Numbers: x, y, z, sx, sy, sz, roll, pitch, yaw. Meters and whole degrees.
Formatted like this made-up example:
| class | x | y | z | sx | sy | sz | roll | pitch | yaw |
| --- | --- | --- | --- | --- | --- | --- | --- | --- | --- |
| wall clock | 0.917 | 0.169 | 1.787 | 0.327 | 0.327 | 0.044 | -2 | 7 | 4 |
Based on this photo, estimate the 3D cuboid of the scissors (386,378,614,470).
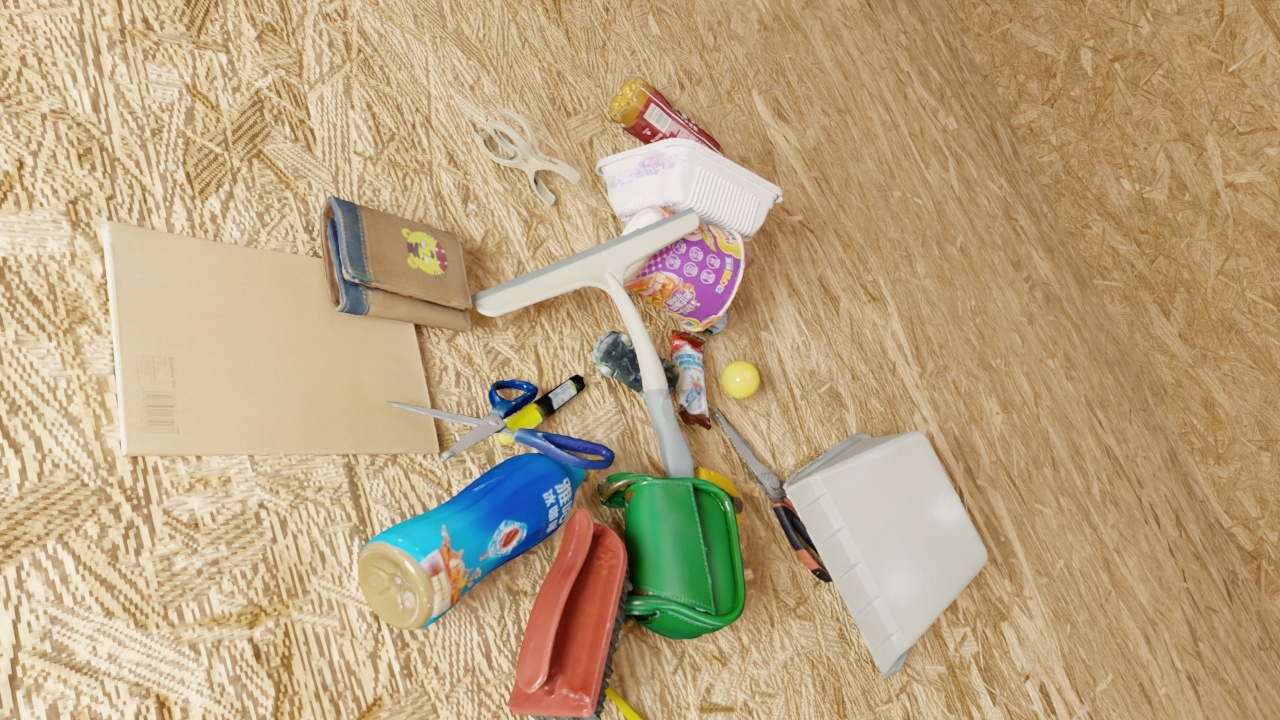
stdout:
| class | x | y | z | sx | sy | sz | roll | pitch | yaw |
| --- | --- | --- | --- | --- | --- | --- | --- | --- | --- |
| scissors | -0.097 | 0.048 | 0.672 | 0.162 | 0.012 | 0.175 | 22 | 18 | 0 |

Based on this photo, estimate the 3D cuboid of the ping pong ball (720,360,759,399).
| class | x | y | z | sx | sy | sz | roll | pitch | yaw |
| --- | --- | --- | --- | --- | --- | --- | --- | --- | --- |
| ping pong ball | 0.104 | 0.020 | 0.957 | 0.040 | 0.040 | 0.040 | 28 | 46 | -34 |

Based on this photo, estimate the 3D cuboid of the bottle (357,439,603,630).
| class | x | y | z | sx | sy | sz | roll | pitch | yaw |
| --- | --- | --- | --- | --- | --- | --- | --- | --- | --- |
| bottle | -0.096 | 0.107 | 0.642 | 0.218 | 0.065 | 0.065 | -30 | 88 | -53 |

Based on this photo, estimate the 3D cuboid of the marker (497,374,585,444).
| class | x | y | z | sx | sy | sz | roll | pitch | yaw |
| --- | --- | --- | --- | --- | --- | --- | --- | --- | --- |
| marker | -0.079 | 0.039 | 0.756 | 0.018 | 0.015 | 0.123 | 50 | 34 | 1 |

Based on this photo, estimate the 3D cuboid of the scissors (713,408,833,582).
| class | x | y | z | sx | sy | sz | roll | pitch | yaw |
| --- | --- | --- | --- | --- | --- | --- | --- | --- | --- |
| scissors | 0.147 | 0.129 | 0.951 | 0.176 | 0.015 | 0.210 | 5 | 61 | -46 |

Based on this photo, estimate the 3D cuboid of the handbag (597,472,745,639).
| class | x | y | z | sx | sy | sz | roll | pitch | yaw |
| --- | --- | --- | --- | --- | --- | --- | --- | --- | --- |
| handbag | 0.021 | 0.158 | 0.750 | 0.120 | 0.068 | 0.131 | 18 | 53 | -30 |

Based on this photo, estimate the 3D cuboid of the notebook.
| class | x | y | z | sx | sy | sz | roll | pitch | yaw |
| --- | --- | --- | --- | --- | --- | --- | --- | --- | --- |
| notebook | -0.236 | -0.008 | 0.610 | 0.211 | 0.012 | 0.149 | 6 | 62 | -47 |

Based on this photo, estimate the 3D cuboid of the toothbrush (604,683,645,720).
| class | x | y | z | sx | sy | sz | roll | pitch | yaw |
| --- | --- | --- | --- | --- | --- | --- | --- | --- | --- |
| toothbrush | 0.012 | 0.281 | 0.685 | 0.190 | 0.017 | 0.015 | 51 | 38 | -10 |

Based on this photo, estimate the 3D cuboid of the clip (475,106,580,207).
| class | x | y | z | sx | sy | sz | roll | pitch | yaw |
| --- | --- | --- | --- | --- | --- | --- | --- | --- | --- |
| clip | -0.106 | -0.192 | 0.865 | 0.100 | 0.076 | 0.034 | 44 | 39 | -18 |

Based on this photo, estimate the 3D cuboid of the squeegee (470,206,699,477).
| class | x | y | z | sx | sy | sz | roll | pitch | yaw |
| --- | --- | --- | --- | --- | --- | --- | --- | --- | --- |
| squeegee | 0.006 | 0.015 | 0.798 | 0.245 | 0.039 | 0.246 | -27 | 103 | -33 |

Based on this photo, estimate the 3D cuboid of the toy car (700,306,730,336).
| class | x | y | z | sx | sy | sz | roll | pitch | yaw |
| --- | --- | --- | --- | --- | --- | --- | --- | --- | --- |
| toy car | 0.080 | -0.071 | 1.002 | 0.049 | 0.031 | 0.105 | 42 | 40 | -20 |

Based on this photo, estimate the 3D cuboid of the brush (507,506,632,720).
| class | x | y | z | sx | sy | sz | roll | pitch | yaw |
| --- | --- | --- | --- | --- | --- | --- | --- | --- | --- |
| brush | -0.046 | 0.175 | 0.641 | 0.145 | 0.063 | 0.069 | -74 | 146 | -42 |

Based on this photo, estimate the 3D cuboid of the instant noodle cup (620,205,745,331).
| class | x | y | z | sx | sy | sz | roll | pitch | yaw |
| --- | --- | --- | --- | --- | --- | --- | --- | --- | --- |
| instant noodle cup | 0.034 | -0.098 | 0.912 | 0.099 | 0.112 | 0.111 | 24 | 48 | -28 |

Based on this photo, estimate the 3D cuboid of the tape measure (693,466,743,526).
| class | x | y | z | sx | sy | sz | roll | pitch | yaw |
| --- | --- | --- | --- | --- | --- | --- | --- | --- | --- |
| tape measure | 0.072 | 0.131 | 0.850 | 0.057 | 0.029 | 0.060 | 24 | 49 | -38 |

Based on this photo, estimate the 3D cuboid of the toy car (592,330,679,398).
| class | x | y | z | sx | sy | sz | roll | pitch | yaw |
| --- | --- | --- | --- | --- | --- | --- | --- | --- | --- |
| toy car | -0.005 | 0.005 | 0.842 | 0.090 | 0.043 | 0.034 | 30 | 5 | -31 |

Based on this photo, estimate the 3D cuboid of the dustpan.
| class | x | y | z | sx | sy | sz | roll | pitch | yaw |
| --- | --- | --- | --- | --- | --- | --- | --- | --- | --- |
| dustpan | 0.266 | 0.191 | 1.032 | 0.257 | 0.143 | 0.222 | -25 | 86 | -28 |

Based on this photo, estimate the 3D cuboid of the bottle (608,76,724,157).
| class | x | y | z | sx | sy | sz | roll | pitch | yaw |
| --- | --- | --- | --- | --- | --- | --- | --- | --- | --- |
| bottle | 0.044 | -0.256 | 1.070 | 0.175 | 0.058 | 0.057 | 33 | 43 | -31 |

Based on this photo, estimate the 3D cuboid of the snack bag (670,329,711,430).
| class | x | y | z | sx | sy | sz | roll | pitch | yaw |
| --- | --- | --- | --- | --- | --- | --- | --- | --- | --- |
| snack bag | 0.049 | 0.019 | 0.906 | 0.045 | 0.026 | 0.105 | 25 | 50 | -41 |

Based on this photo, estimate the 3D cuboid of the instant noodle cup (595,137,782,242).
| class | x | y | z | sx | sy | sz | roll | pitch | yaw |
| --- | --- | --- | --- | --- | --- | --- | --- | --- | --- |
| instant noodle cup | 0.049 | -0.166 | 0.966 | 0.173 | 0.138 | 0.060 | 18 | 75 | -42 |

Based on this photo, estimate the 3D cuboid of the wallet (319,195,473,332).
| class | x | y | z | sx | sy | sz | roll | pitch | yaw |
| --- | --- | --- | --- | --- | --- | --- | --- | --- | --- |
| wallet | -0.179 | -0.068 | 0.683 | 0.115 | 0.033 | 0.090 | 13 | 56 | -49 |
